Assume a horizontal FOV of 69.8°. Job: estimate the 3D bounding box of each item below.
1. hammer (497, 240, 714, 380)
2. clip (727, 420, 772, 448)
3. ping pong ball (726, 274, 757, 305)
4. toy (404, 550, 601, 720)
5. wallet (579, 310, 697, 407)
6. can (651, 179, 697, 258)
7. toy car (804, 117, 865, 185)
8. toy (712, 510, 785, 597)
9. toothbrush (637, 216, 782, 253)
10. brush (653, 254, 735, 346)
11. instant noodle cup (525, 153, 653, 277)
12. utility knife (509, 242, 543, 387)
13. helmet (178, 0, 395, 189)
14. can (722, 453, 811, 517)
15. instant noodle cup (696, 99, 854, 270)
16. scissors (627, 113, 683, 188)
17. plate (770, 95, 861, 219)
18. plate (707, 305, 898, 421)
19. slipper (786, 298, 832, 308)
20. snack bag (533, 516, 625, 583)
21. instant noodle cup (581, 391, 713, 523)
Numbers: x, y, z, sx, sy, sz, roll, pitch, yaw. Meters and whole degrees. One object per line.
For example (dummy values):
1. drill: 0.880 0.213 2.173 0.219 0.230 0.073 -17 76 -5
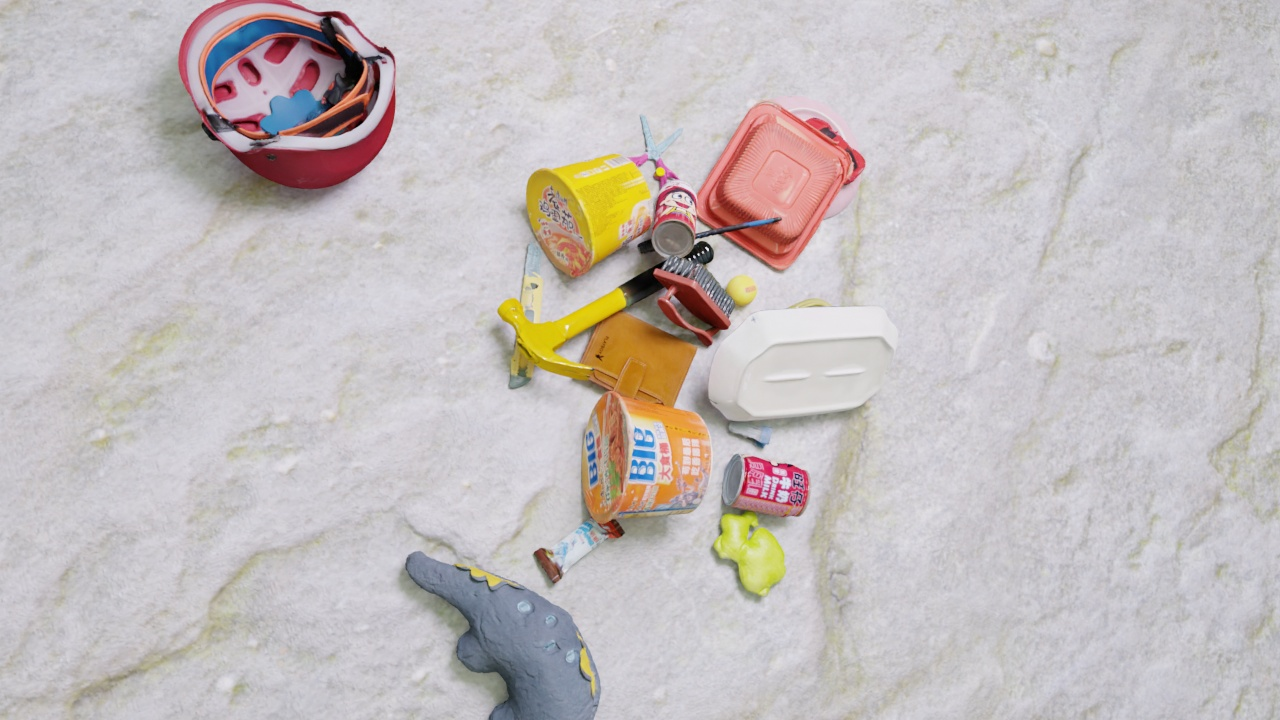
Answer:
1. hammer: -0.024 -0.077 1.137 0.299 0.033 0.129 -32 77 -30
2. clip: 0.138 0.090 1.168 0.058 0.043 0.026 21 74 -1
3. ping pong ball: 0.133 -0.092 1.204 0.040 0.040 0.040 4 74 -15
4. toy: -0.119 0.339 0.991 0.137 0.091 0.356 -29 82 -9
5. wallet: -0.007 0.007 1.146 0.130 0.035 0.118 26 64 -7
6. can: 0.044 -0.181 1.161 0.053 0.053 0.132 22 32 -9
7. toy car: 0.261 -0.290 1.257 0.106 0.031 0.049 45 67 2
8. toy: 0.138 0.234 1.122 0.100 0.031 0.096 23 68 -8
9. toothbrush: 0.089 -0.162 1.182 0.190 0.014 0.016 -9 78 11
10. brush: 0.069 -0.068 1.140 0.063 0.146 0.069 22 80 34
11. instant noodle cup: -0.059 -0.187 1.133 0.109 0.138 0.138 -29 84 -30
12. utility knife: -0.139 -0.057 1.135 0.031 0.020 0.190 10 68 -19
13. helmet: -0.397 -0.295 1.060 0.240 0.144 0.206 35 68 11
14. can: 0.156 0.155 1.129 0.093 0.067 0.066 13 72 -12
15. instant noodle cup: 0.180 -0.235 1.209 0.164 0.079 0.189 31 92 -3
16. scissors: 0.011 -0.274 1.235 0.130 0.017 0.133 -11 74 -16
17. plate: 0.230 -0.291 1.286 0.192 0.039 0.192 4 74 -15
18. plate: 0.211 0.011 1.137 0.265 0.162 0.034 -3 33 -23
19. slipper: 0.192 -0.029 1.184 0.190 0.082 0.091 -29 81 -23
20. snack bag: -0.071 0.213 1.072 0.104 0.026 0.048 -30 71 -22
21. instant noodle cup: 0.008 0.115 1.062 0.111 0.152 0.151 6 73 -23
